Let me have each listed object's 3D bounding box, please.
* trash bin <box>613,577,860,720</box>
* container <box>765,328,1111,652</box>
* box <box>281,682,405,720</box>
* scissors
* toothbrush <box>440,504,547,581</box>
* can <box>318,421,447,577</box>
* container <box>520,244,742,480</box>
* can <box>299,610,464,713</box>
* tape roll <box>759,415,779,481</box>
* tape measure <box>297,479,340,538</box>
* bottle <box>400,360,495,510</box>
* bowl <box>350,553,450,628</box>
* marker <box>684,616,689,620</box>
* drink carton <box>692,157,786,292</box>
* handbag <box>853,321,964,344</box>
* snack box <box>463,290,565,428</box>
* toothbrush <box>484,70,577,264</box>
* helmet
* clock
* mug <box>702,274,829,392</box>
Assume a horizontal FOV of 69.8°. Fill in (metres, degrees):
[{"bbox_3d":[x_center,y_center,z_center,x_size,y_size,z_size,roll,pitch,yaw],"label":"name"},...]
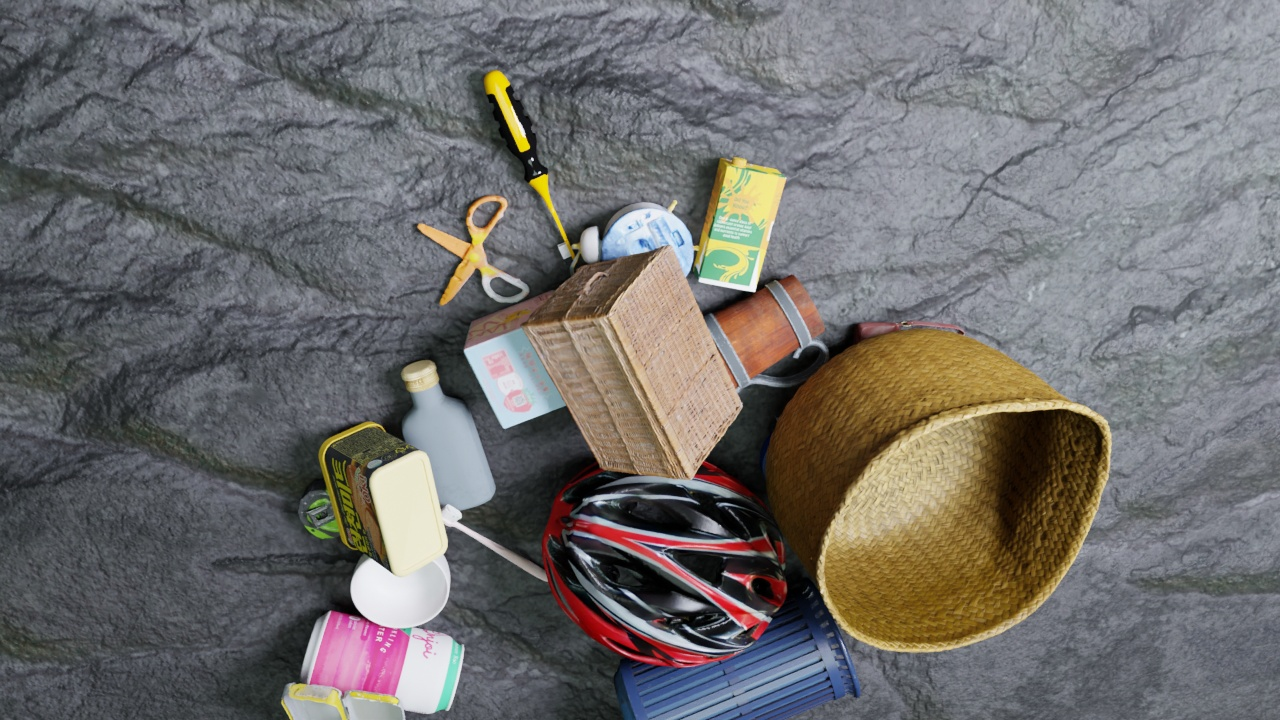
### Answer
[{"bbox_3d":[0.103,0.358,1.037,0.249,0.139,0.139,-22,113,-2],"label":"trash bin"},{"bbox_3d":[0.275,0.120,0.916,0.306,0.196,0.307,-9,120,-15],"label":"container"},{"bbox_3d":[-0.327,0.407,1.037,0.127,0.023,0.210,5,143,-7],"label":"box"},{"bbox_3d":[-0.159,-0.102,0.898,0.128,0.011,0.125,33,105,-17],"label":"scissors"},{"bbox_3d":[-0.154,0.202,1.000,0.018,0.015,0.181,-34,130,16],"label":"toothbrush"},{"bbox_3d":[-0.259,0.141,0.931,0.072,0.101,0.131,-27,120,-38],"label":"can"},{"bbox_3d":[-0.005,0.005,0.851,0.113,0.113,0.198,-2,125,38],"label":"container"},{"bbox_3d":[-0.289,0.340,1.032,0.166,0.088,0.088,16,110,-12],"label":"can"},{"bbox_3d":[0.179,0.108,1.017,0.091,0.016,0.093,9,112,-9],"label":"tape roll"},{"bbox_3d":[-0.333,0.161,0.979,0.059,0.035,0.066,-21,114,4],"label":"tape measure"},{"bbox_3d":[-0.206,0.078,0.951,0.072,0.046,0.161,-14,114,0],"label":"bottle"},{"bbox_3d":[-0.262,0.237,1.010,0.105,0.054,0.105,-3,114,-7],"label":"bowl"},{"bbox_3d":[0.054,0.341,1.104,0.021,0.017,0.124,-13,115,0],"label":"marker"},{"bbox_3d":[0.095,-0.134,0.893,0.058,0.041,0.123,9,112,-9],"label":"drink carton"},{"bbox_3d":[0.286,-0.021,0.971,0.119,0.029,0.055,-8,116,-7],"label":"handbag"},{"bbox_3d":[-0.110,-0.003,0.908,0.095,0.079,0.093,-21,114,6],"label":"snack box"},{"bbox_3d":[-0.099,-0.177,0.863,0.031,0.031,0.197,-24,117,-1],"label":"toothbrush"},{"bbox_3d":[0.035,0.205,0.949,0.272,0.167,0.217,20,77,-12],"label":"helmet"},{"bbox_3d":[-0.009,-0.102,0.890,0.125,0.052,0.089,-26,114,6],"label":"clock"},{"bbox_3d":[0.128,-0.016,0.928,0.111,0.081,0.117,-30,117,3],"label":"mug"}]
